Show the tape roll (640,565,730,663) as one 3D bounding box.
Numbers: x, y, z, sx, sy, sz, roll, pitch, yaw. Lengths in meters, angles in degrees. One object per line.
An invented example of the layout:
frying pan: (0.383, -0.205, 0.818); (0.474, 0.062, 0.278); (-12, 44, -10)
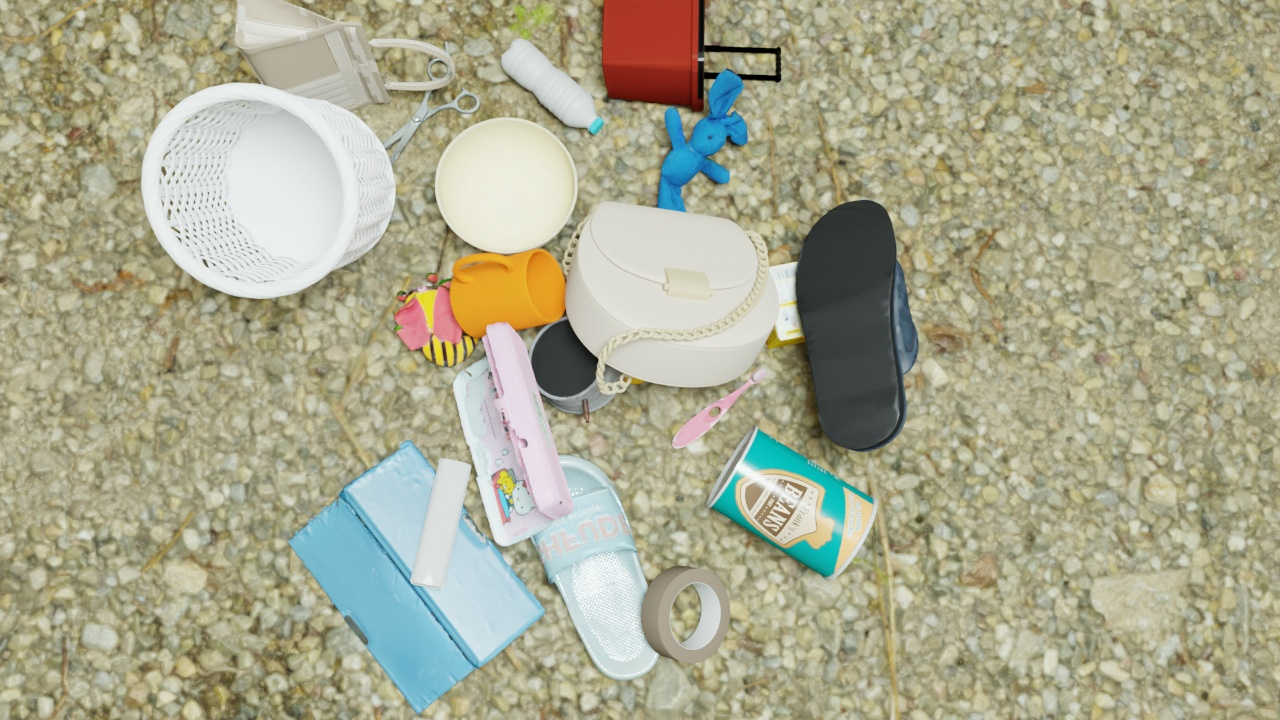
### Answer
tape roll: (0.047, 0.258, 0.935); (0.093, 0.030, 0.093); (4, 83, -35)

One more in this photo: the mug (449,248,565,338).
mug: (-0.146, -0.077, 0.949); (0.096, 0.112, 0.077); (-10, 61, 27)

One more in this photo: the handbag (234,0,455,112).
handbag: (-0.297, -0.310, 0.970); (0.198, 0.176, 0.062); (0, 80, -5)

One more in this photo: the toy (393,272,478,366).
toy: (-0.222, -0.042, 0.992); (0.084, 0.046, 0.103); (-32, 88, -21)

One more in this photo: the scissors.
scissors: (-0.255, -0.290, 1.048); (0.153, 0.014, 0.130); (-23, 83, -10)

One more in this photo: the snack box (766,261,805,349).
snack box: (0.187, -0.066, 1.006); (0.105, 0.061, 0.083); (-12, 82, -5)

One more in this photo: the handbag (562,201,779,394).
handbag: (0.029, -0.066, 0.944); (0.210, 0.104, 0.208); (6, 48, -16)

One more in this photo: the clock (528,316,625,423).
clock: (-0.065, -0.010, 0.976); (0.104, 0.056, 0.147); (12, 82, 23)

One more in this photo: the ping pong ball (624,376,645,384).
ping pong ball: (-0.006, 0.006, 0.995); (0.040, 0.040, 0.040); (1, 80, -3)

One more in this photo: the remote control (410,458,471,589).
remote control: (-0.201, 0.164, 0.930); (0.033, 0.012, 0.130); (14, 68, -11)

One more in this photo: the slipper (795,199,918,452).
slipper: (0.228, -0.032, 0.940); (0.109, 0.083, 0.265); (-14, 67, 32)

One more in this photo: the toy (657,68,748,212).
toy: (0.070, -0.230, 1.027); (0.071, 0.112, 0.176); (37, 103, 39)

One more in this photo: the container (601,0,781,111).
container: (0.062, -0.361, 1.027); (0.201, 0.127, 0.148); (1, 80, 4)

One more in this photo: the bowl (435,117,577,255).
bowl: (-0.143, -0.179, 1.003); (0.151, 0.075, 0.150); (0, 79, -2)

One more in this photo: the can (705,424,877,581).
can: (0.155, 0.146, 0.948); (0.144, 0.099, 0.099); (31, 80, 3)

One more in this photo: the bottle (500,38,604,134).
bottle: (-0.097, -0.308, 1.043); (0.136, 0.044, 0.044); (42, 80, 4)

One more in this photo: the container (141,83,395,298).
container: (-0.353, -0.169, 0.905); (0.189, 0.186, 0.189); (-1, 103, -3)

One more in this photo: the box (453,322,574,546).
box: (-0.141, 0.076, 0.923); (0.101, 0.111, 0.201); (-21, 69, 4)

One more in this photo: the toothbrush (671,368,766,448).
toothbrush: (0.087, 0.051, 1.004); (0.135, 0.016, 0.021); (-39, 84, -9)

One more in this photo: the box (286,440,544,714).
box: (-0.233, 0.222, 0.939); (0.175, 0.060, 0.231); (-40, 85, -8)

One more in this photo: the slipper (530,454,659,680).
slipper: (-0.047, 0.209, 0.940); (0.104, 0.074, 0.245); (-22, 83, -8)
